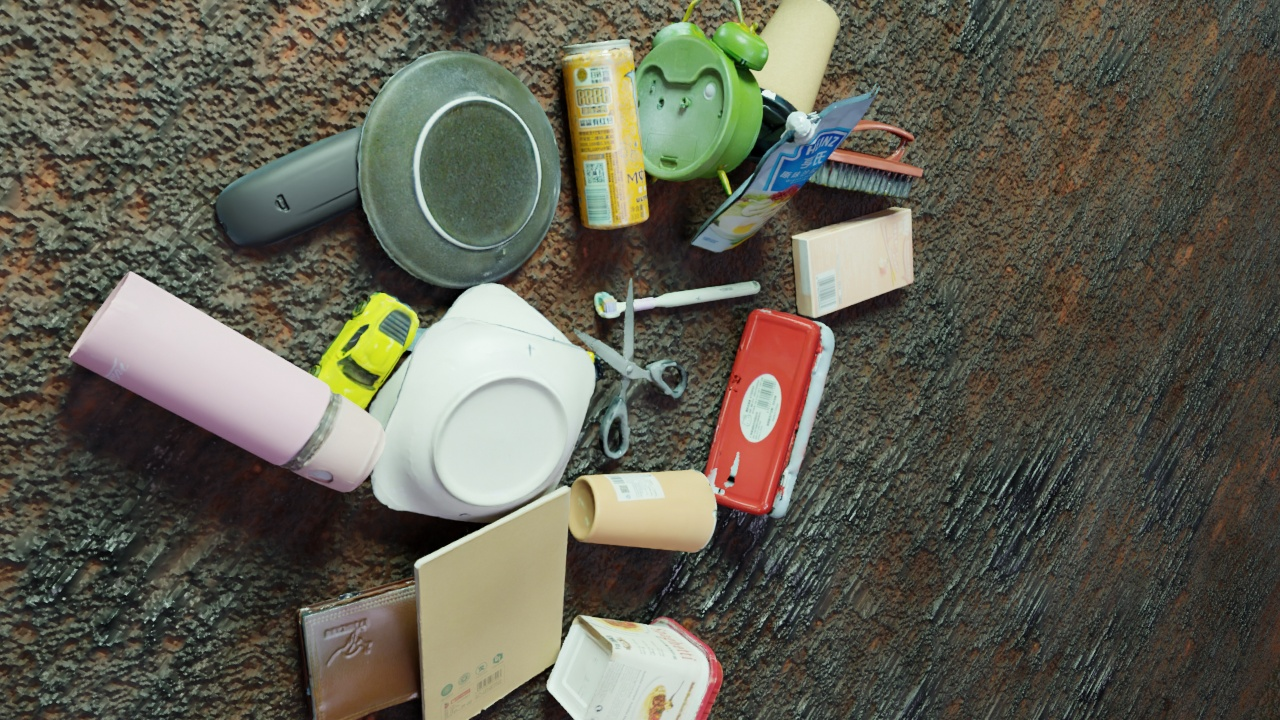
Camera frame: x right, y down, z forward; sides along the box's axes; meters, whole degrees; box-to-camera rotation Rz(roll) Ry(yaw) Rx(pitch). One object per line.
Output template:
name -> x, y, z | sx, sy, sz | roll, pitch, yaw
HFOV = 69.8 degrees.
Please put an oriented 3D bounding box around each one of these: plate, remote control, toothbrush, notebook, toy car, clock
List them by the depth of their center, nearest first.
remote control -> -0.228, -0.123, 0.645 | 0.136, 0.024, 0.053 | -34, 120, -25
toy car -> -0.206, 0.000, 0.681 | 0.048, 0.032, 0.105 | 36, 91, -36
plate -> -0.127, -0.142, 0.698 | 0.179, 0.024, 0.179 | -12, 108, -42
plate -> -0.113, 0.056, 0.711 | 0.164, 0.034, 0.164 | 14, 102, -35
plate -> -0.118, 0.037, 0.744 | 0.163, 0.034, 0.164 | -51, 127, -4
clock -> 0.049, -0.223, 0.764 | 0.056, 0.116, 0.161 | -3, 107, -47
notebook -> -0.120, 0.215, 0.768 | 0.147, 0.008, 0.208 | -23, 131, -39
toothbrush -> 0.041, -0.060, 0.857 | 0.189, 0.029, 0.020 | -9, 149, -35

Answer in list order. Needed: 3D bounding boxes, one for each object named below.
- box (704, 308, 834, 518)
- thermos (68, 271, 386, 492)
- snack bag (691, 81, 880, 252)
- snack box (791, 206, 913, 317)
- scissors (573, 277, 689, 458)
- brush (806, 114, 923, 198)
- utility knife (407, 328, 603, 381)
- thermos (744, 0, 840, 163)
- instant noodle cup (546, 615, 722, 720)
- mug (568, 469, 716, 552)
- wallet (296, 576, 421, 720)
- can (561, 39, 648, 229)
box -> 0.133, 0.053, 0.930 | 0.100, 0.095, 0.201 | -2, 108, -75
thermos -> -0.274, 0.025, 0.623 | 0.198, 0.087, 0.067 | 37, 47, -32
snack bag -> 0.121, -0.162, 0.790 | 0.110, 0.192, 0.039 | -18, 74, -33
snack box -> 0.228, -0.106, 0.974 | 0.157, 0.026, 0.084 | -19, 112, -31
scissors -> -0.007, 0.009, 0.816 | 0.159, 0.014, 0.181 | -12, 121, -46
brush -> 0.214, -0.206, 0.917 | 0.145, 0.063, 0.069 | 0, 113, -34
utility knife -> -0.122, -0.004, 0.756 | 0.223, 0.015, 0.033 | 10, 94, -36
thermos -> 0.125, -0.255, 0.831 | 0.093, 0.093, 0.143 | 37, 70, -36
instant noodle cup -> -0.009, 0.298, 0.854 | 0.124, 0.116, 0.116 | 25, 86, -31
mug -> -0.001, 0.137, 0.843 | 0.122, 0.078, 0.078 | 7, 97, -32
wallet -> -0.211, 0.232, 0.742 | 0.124, 0.032, 0.101 | -10, 105, -34
can -> -0.028, -0.183, 0.751 | 0.058, 0.058, 0.146 | -18, 111, -31
